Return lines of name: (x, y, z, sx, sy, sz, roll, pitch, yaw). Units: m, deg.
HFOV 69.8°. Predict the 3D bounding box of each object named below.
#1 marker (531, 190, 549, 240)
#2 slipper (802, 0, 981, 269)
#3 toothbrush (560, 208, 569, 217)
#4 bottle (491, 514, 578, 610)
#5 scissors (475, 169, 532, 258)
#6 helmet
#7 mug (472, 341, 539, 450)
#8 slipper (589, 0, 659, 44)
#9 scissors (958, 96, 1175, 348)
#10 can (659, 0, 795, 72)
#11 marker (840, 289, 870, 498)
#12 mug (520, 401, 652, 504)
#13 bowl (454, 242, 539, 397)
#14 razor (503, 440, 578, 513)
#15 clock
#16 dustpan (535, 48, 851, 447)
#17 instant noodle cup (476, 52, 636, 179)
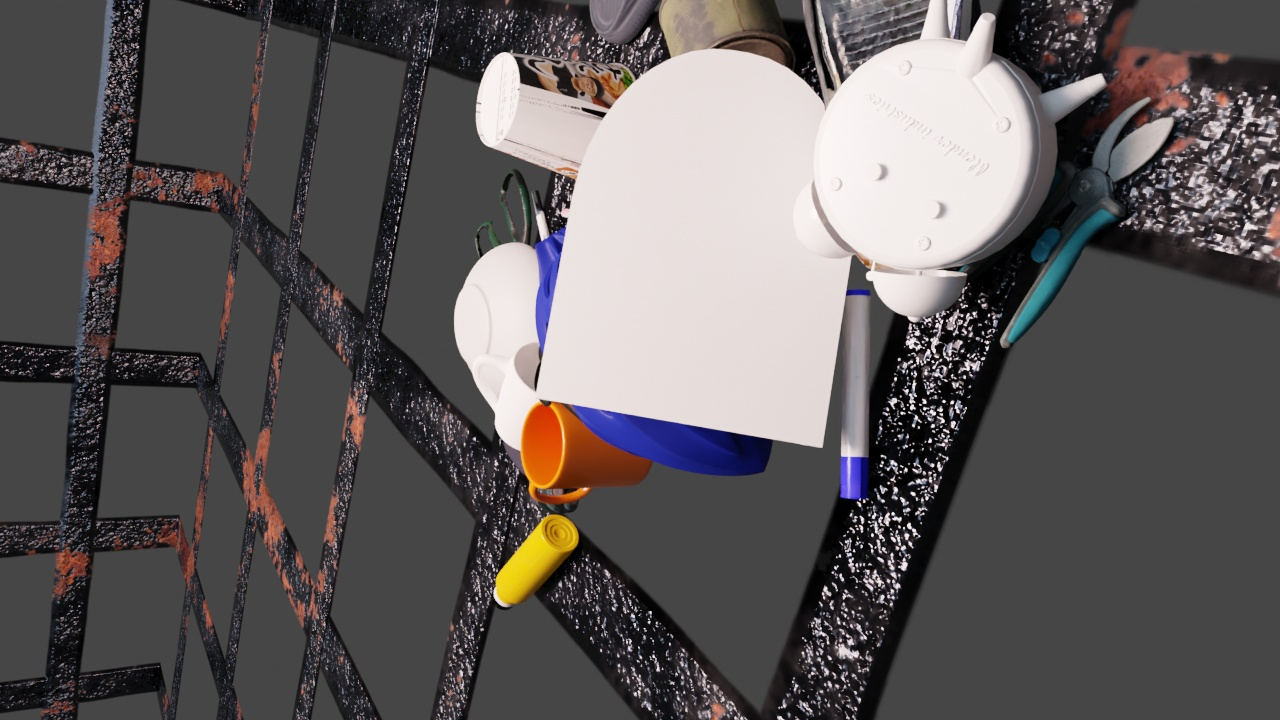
marker: (-0.100, -0.121, 0.990, 0.011, 0.011, 0.152, -41, 55, 44)
slipper: (0.167, -0.188, 0.581, 0.111, 0.063, 0.264, -5, 95, 35)
toothbrush: (-0.039, -0.145, 0.903, 0.135, 0.016, 0.021, 10, 97, 54)
bottle: (-0.115, 0.215, 0.953, 0.144, 0.043, 0.043, -52, 48, 38)
scissors: (-0.134, -0.128, 1.036, 0.209, 0.015, 0.137, 55, 128, 39)
helmet: (-0.005, 0.004, 0.741, 0.241, 0.147, 0.228, 54, 154, 2)
mug: (-0.117, 0.034, 0.917, 0.080, 0.114, 0.088, -78, 13, -50)
slipper: (0.006, -0.408, 0.810, 0.269, 0.083, 0.110, -51, 46, 40)
scissors: (0.233, -0.072, 0.520, 0.126, 0.019, 0.154, 4, 89, 53)
can: (0.066, -0.245, 0.704, 0.090, 0.089, 0.074, -39, 57, 46)
marker: (0.147, 0.023, 0.628, 0.020, 0.020, 0.141, -3, 85, 54)
mug: (-0.055, 0.090, 0.836, 0.077, 0.095, 0.113, 54, 128, 42)
bowl: (-0.157, -0.039, 0.997, 0.177, 0.066, 0.176, 9, 101, 55)
razor: (-0.109, 0.112, 0.958, 0.052, 0.047, 0.143, -56, 37, 0)
clock: (0.159, -0.112, 0.516, 0.125, 0.072, 0.161, 41, 120, 24)
dustpan: (0.046, -0.083, 0.642, 0.053, 0.191, 0.257, 101, 179, -84)
instant noodle cup: (-0.084, -0.238, 0.883, 0.124, 0.121, 0.123, -7, 81, 54)
